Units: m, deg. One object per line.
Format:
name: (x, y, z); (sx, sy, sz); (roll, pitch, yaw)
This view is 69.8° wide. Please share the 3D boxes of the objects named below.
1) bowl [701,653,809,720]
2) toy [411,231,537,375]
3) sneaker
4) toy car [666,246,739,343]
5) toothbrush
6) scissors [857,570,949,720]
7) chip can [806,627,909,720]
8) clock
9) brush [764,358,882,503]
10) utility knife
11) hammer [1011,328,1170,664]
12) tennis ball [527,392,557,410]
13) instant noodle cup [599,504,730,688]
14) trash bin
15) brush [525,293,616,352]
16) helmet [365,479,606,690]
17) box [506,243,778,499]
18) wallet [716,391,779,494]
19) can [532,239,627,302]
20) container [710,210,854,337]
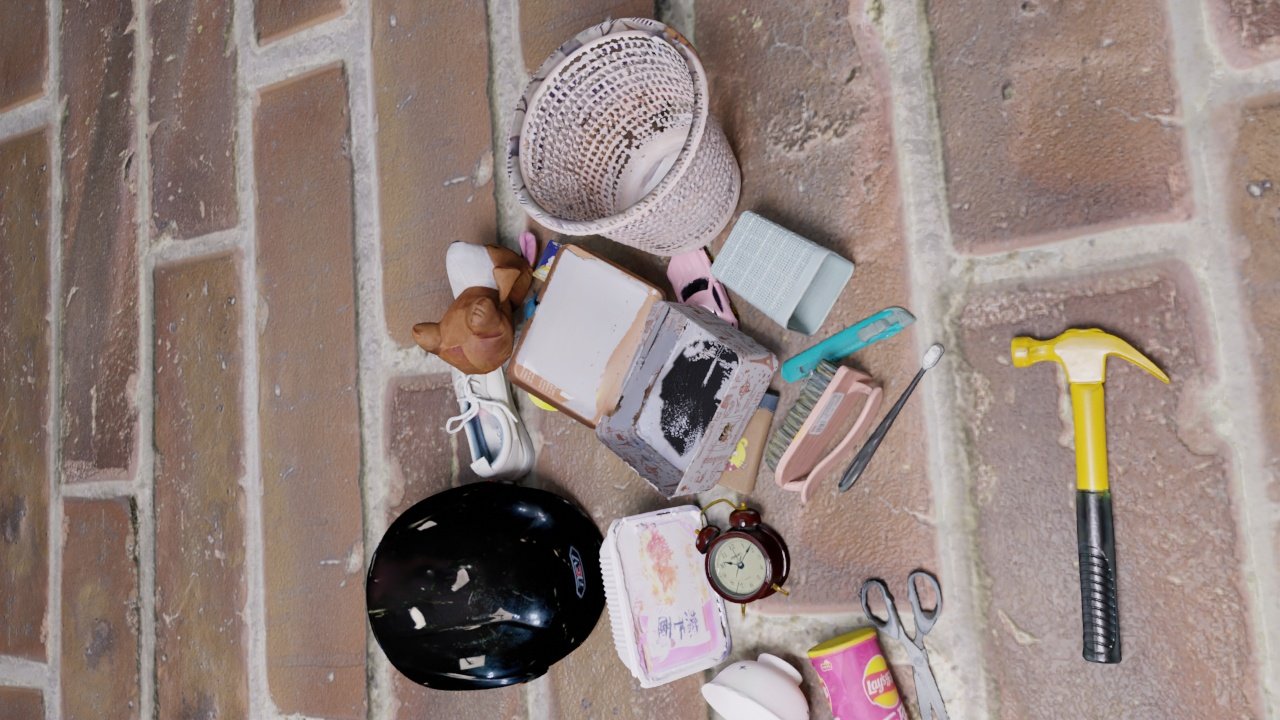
bowl: (0.130, 0.343, 0.942); (0.118, 0.118, 0.064); (21, 57, 27)
toy: (-0.192, -0.078, 1.082); (0.140, 0.199, 0.130); (-16, 122, 26)
sneaker: (-0.205, 0.033, 1.133); (0.090, 0.090, 0.242); (-23, 75, 24)
toy car: (0.067, -0.073, 1.026); (0.056, 0.037, 0.122); (-29, 73, 22)
toothbrush: (0.252, 0.060, 0.931); (0.015, 0.018, 0.181); (36, 105, 22)
scissors: (0.278, 0.290, 0.903); (0.168, 0.014, 0.156); (38, 105, 24)
chip can: (0.234, 0.373, 0.888); (0.072, 0.071, 0.210); (-26, 75, 24)
clock: (0.106, 0.205, 0.975); (0.082, 0.055, 0.122); (-34, 75, 22)
brush: (0.184, 0.072, 0.939); (0.073, 0.063, 0.146); (39, 105, 35)
utility knife: (0.213, -0.016, 0.957); (0.151, 0.013, 0.029); (-30, 71, 23)
hammer: (0.412, 0.120, 0.833); (0.129, 0.032, 0.300); (-3, 85, 29)
tennis ball: (-0.103, 0.027, 1.093); (0.066, 0.065, 0.065); (-2, 86, 28)
instant noodle cup: (0.019, 0.250, 0.987); (0.060, 0.137, 0.173); (-20, 77, 49)
trash bin: (0.003, -0.210, 0.969); (0.228, 0.192, 0.227); (-8, 73, 27)
brush: (-0.081, -0.038, 1.081); (0.144, 0.073, 0.055); (27, 106, 27)
helmet: (-0.177, 0.254, 1.038); (0.275, 0.230, 0.233); (-12, 82, 7)
box: (-0.007, 0.005, 0.990); (0.260, 0.105, 0.179); (36, 110, 31)
wallet: (0.096, 0.080, 1.004); (0.090, 0.033, 0.115); (18, 98, 27)
can: (-0.057, -0.092, 1.072); (0.148, 0.074, 0.049); (28, 96, 28)
container: (0.144, -0.093, 0.958); (0.111, 0.090, 0.090); (35, 103, 28)
